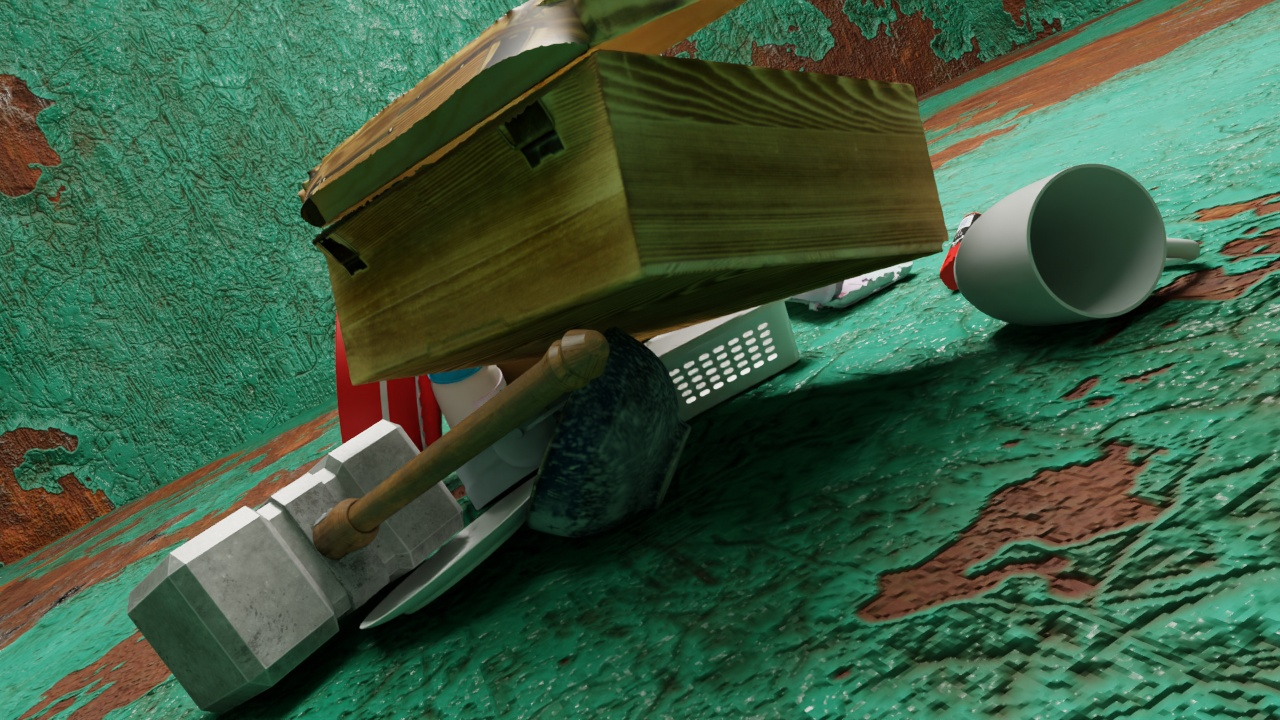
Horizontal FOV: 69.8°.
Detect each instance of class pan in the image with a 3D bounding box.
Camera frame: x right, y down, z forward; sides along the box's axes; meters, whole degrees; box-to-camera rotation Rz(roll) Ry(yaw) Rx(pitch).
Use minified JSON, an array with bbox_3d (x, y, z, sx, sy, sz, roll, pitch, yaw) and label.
[{"bbox_3d":[-0.201,0.048,0.780,0.067,0.208,0.357,-4,-18,-6],"label":"pan"}]

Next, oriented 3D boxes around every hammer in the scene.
[{"bbox_3d":[-0.117,0.062,0.456,0.319,0.083,0.162,-34,3,39],"label":"hammer"}]

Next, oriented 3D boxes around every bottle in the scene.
[{"bbox_3d":[-0.123,0.023,0.669,0.051,0.146,0.051,-13,32,8],"label":"bottle"}]

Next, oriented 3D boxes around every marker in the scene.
[{"bbox_3d":[0.236,-0.083,0.662,0.021,0.023,0.144,18,28,17],"label":"marker"}]

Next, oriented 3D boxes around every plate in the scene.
[{"bbox_3d":[-0.097,0.106,0.512,0.134,0.011,0.134,-38,3,2],"label":"plate"}]

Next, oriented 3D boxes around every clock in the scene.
[{"bbox_3d":[-0.062,0.045,0.597,0.122,0.045,0.160,-31,-6,-27],"label":"clock"}]

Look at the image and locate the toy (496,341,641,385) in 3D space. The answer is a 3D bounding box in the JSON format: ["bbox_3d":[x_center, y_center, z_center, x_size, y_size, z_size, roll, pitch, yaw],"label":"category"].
[{"bbox_3d":[-0.094,-0.031,0.767,0.162,0.198,0.204,-7,-10,-33],"label":"toy"}]

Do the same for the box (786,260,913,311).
[{"bbox_3d":[0.156,-0.082,0.789,0.095,0.088,0.202,6,5,-11],"label":"box"}]

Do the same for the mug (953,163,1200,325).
[{"bbox_3d":[0.217,-0.052,0.463,0.107,0.071,0.089,0,-4,-10],"label":"mug"}]

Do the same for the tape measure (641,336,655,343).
[{"bbox_3d":[-0.005,0.005,0.776,0.072,0.042,0.072,-31,8,-26],"label":"tape measure"}]

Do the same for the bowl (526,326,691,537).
[{"bbox_3d":[-0.009,0.046,0.480,0.114,0.061,0.114,26,-93,-85],"label":"bowl"}]

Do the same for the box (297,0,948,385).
[{"bbox_3d":[-0.036,-0.117,0.511,0.256,0.215,0.280,-13,0,-42],"label":"box"}]

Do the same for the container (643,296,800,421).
[{"bbox_3d":[0.050,-0.003,0.645,0.129,0.049,0.081,-27,10,-6],"label":"container"}]
